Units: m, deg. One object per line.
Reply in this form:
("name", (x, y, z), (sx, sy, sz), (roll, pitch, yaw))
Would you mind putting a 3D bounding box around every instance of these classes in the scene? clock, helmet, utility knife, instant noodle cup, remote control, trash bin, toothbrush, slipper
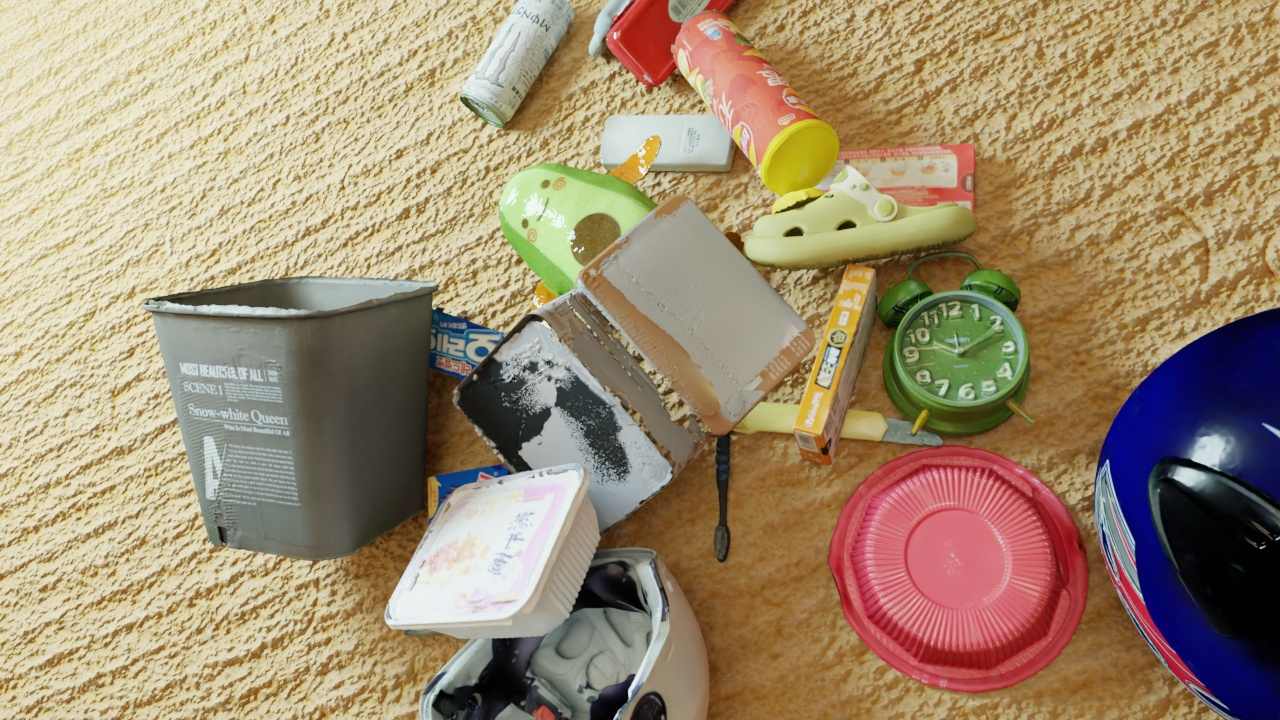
("clock", (0.256, -0.016, 0.750), (0.116, 0.056, 0.161), (-7, 67, 10))
("helmet", (0.427, 0.125, 0.556), (0.241, 0.246, 0.315), (-51, 52, 42))
("utility knife", (0.156, 0.054, 0.786), (0.196, 0.020, 0.031), (3, 80, 25))
("instant noodle cup", (0.241, 0.155, 0.705), (0.194, 0.066, 0.193), (-5, 73, 17))
("remote control", (0.027, -0.215, 0.908), (0.135, 0.019, 0.056), (4, 75, 19))
("helmet", (-0.044, 0.275, 0.696), (0.230, 0.146, 0.257), (-18, 36, 37))
("trash bin", (-0.295, 0.042, 0.814), (0.199, 0.198, 0.220), (4, 102, 21))
("instant noodle cup", (-0.106, 0.158, 0.717), (0.174, 0.060, 0.137), (-14, 38, 38))
("toothbrush", (0.072, 0.080, 0.800), (0.014, 0.016, 0.189), (-1, 79, 18))
("slipper", (0.181, -0.121, 0.773), (0.191, 0.091, 0.081), (-6, 88, 13))

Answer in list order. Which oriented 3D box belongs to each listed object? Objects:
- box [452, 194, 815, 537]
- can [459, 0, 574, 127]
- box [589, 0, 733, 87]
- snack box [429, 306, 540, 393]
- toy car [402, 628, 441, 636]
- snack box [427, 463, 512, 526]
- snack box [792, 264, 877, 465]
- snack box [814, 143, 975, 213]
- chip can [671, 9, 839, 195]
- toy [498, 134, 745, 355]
("box", (-0.006, 0.008, 0.755), (0.272, 0.130, 0.179), (-42, 88, 5))
("can", (-0.130, -0.322, 0.970), (0.058, 0.058, 0.146), (29, 84, 23))
("box", (0.033, -0.380, 0.941), (0.201, 0.095, 0.101), (-51, 25, -3))
("snack box", (-0.200, -0.020, 0.903), (0.208, 0.057, 0.058), (18, 83, 21))
("toy car", (-0.155, 0.222, 0.817), (0.121, 0.054, 0.036), (-23, 67, 11))
("snack box", (-0.121, 0.138, 0.846), (0.157, 0.026, 0.084), (-11, 70, 14))
("snack box", (0.164, 0.004, 0.757), (0.026, 0.075, 0.153), (14, 70, 22))
("snack box", (0.219, -0.152, 0.824), (0.153, 0.025, 0.075), (1, 74, 18))
("chip can", (0.100, -0.238, 0.833), (0.073, 0.073, 0.216), (-31, 49, 6))
("toy", (-0.035, -0.109, 0.859), (0.247, 0.090, 0.227), (31, 84, 19))
